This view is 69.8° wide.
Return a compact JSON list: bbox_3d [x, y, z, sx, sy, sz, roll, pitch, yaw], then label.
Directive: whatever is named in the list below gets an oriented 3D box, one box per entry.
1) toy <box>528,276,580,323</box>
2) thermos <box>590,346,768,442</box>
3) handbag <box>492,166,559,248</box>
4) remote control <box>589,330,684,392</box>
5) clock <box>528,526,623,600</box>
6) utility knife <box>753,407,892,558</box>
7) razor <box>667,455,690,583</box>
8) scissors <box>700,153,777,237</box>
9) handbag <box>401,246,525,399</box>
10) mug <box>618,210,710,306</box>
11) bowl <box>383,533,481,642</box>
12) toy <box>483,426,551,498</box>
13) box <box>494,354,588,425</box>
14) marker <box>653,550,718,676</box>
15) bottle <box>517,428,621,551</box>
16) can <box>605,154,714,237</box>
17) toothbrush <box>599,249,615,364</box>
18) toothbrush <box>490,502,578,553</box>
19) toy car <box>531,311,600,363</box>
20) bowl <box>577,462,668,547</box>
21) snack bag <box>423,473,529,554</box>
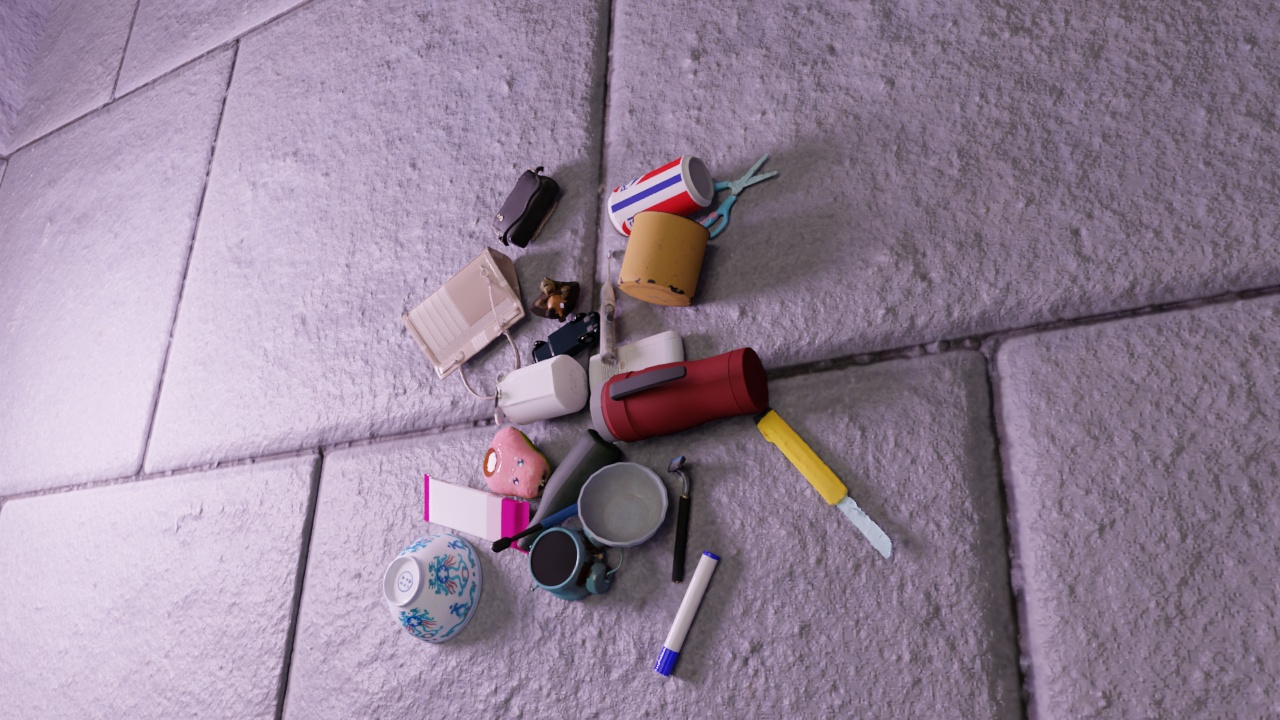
[{"bbox_3d":[-0.114,-0.079,1.238,0.076,0.062,0.100,-28,27,2],"label":"toy"},{"bbox_3d":[0.038,0.038,1.073,0.199,0.108,0.083,-14,64,26],"label":"thermos"},{"bbox_3d":[-0.174,-0.228,1.350,0.079,0.054,0.128,35,95,41],"label":"handbag"},{"bbox_3d":[-0.007,0.007,1.165,0.139,0.025,0.060,-18,63,29],"label":"remote control"},{"bbox_3d":[-0.078,0.240,1.104,0.124,0.053,0.090,-17,64,24],"label":"clock"},{"bbox_3d":[0.195,0.128,0.992,0.030,0.019,0.223,-51,48,13],"label":"utility knife"},{"bbox_3d":[0.047,0.185,1.067,0.043,0.022,0.144,139,134,-68],"label":"razor"},{"bbox_3d":[0.111,-0.226,1.191,0.141,0.015,0.111,-45,51,6],"label":"scissors"},{"bbox_3d":[-0.233,-0.031,1.320,0.176,0.062,0.197,-36,65,17],"label":"handbag"},{"bbox_3d":[0.025,-0.122,1.159,0.124,0.100,0.094,159,127,-73],"label":"mug"},{"bbox_3d":[-0.288,0.294,1.206,0.144,0.074,0.143,-13,65,29],"label":"bowl"},{"bbox_3d":[-0.158,0.138,1.196,0.110,0.051,0.090,17,87,35],"label":"toy"},{"bbox_3d":[-0.145,0.042,1.204,0.143,0.089,0.080,-18,75,29],"label":"box"},{"bbox_3d":[0.052,0.282,1.024,0.020,0.020,0.141,20,83,37],"label":"marker"},{"bbox_3d":[-0.096,0.168,1.144,0.174,0.055,0.055,-52,53,7],"label":"bottle"},{"bbox_3d":[0.025,-0.212,1.195,0.132,0.070,0.070,-19,62,33],"label":"can"},{"bbox_3d":[-0.043,-0.075,1.211,0.024,0.022,0.185,118,158,-51],"label":"toothbrush"},{"bbox_3d":[-0.103,0.191,1.108,0.167,0.014,0.014,-23,83,-19],"label":"toothbrush"},{"bbox_3d":[-0.096,-0.024,1.230,0.112,0.034,0.046,-32,58,19],"label":"toy car"},{"bbox_3d":[-0.019,0.176,1.085,0.106,0.039,0.106,-4,55,5],"label":"bowl"},{"bbox_3d":[-0.221,0.202,1.223,0.197,0.016,0.070,8,100,35],"label":"snack bag"}]
